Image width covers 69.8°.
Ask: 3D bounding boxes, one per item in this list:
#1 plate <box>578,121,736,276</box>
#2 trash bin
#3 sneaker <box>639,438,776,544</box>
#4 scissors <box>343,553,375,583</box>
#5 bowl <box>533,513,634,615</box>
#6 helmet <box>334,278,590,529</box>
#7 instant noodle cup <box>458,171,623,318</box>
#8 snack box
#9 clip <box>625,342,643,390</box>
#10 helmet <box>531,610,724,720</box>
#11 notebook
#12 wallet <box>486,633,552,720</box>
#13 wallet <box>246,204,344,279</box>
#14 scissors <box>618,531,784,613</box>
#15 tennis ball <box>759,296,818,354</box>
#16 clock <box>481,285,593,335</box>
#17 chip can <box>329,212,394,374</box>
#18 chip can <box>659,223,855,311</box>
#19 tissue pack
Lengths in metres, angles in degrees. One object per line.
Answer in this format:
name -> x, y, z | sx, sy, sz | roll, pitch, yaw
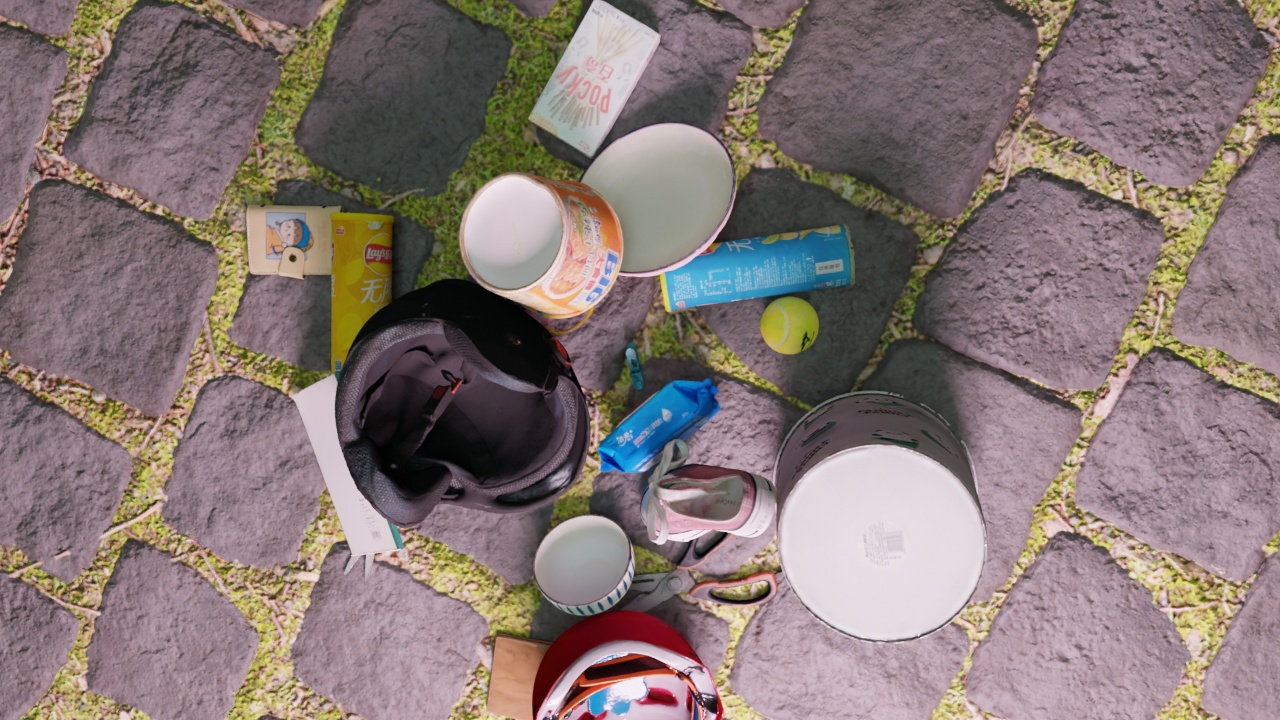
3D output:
plate -> 0.016, -0.172, 1.007 | 0.193, 0.039, 0.192 | -9, 64, 19
trash bin -> 0.238, 0.156, 0.932 | 0.230, 0.251, 0.229 | 1, 94, 13
sneaker -> 0.046, 0.143, 0.973 | 0.087, 0.241, 0.118 | 22, 75, -21
scissors -> -0.311, 0.191, 1.116 | 0.144, 0.012, 0.170 | -10, 96, 6
bowl -> -0.060, 0.244, 1.064 | 0.116, 0.116, 0.066 | -14, 138, 6
helmet -> -0.186, 0.040, 0.986 | 0.274, 0.229, 0.234 | 36, 111, -28
instant noodle cup -> -0.107, -0.122, 0.940 | 0.151, 0.111, 0.151 | -1, 88, 20
snack box -> -0.052, -0.318, 1.038 | 0.084, 0.027, 0.157 | 31, 96, 1
clip -> -0.006, 0.008, 1.069 | 0.013, 0.037, 0.055 | -10, 106, 6
helmet -> -0.022, 0.388, 1.049 | 0.207, 0.144, 0.240 | -18, 115, -9
notebook -> -0.338, 0.123, 1.056 | 0.151, 0.012, 0.209 | -19, 91, 50
wallet -> -0.128, 0.391, 1.119 | 0.115, 0.020, 0.101 | 8, 95, 6
wallet -> -0.408, -0.140, 1.086 | 0.115, 0.024, 0.087 | 2, 91, 3
scissors -> 0.061, 0.255, 1.092 | 0.189, 0.015, 0.224 | 31, 98, 1
tennis ball -> 0.167, -0.039, 1.027 | 0.065, 0.065, 0.065 | 0, 96, 4
clock -> -0.117, -0.102, 1.048 | 0.117, 0.059, 0.158 | -38, 90, 6
chip can -> -0.323, -0.063, 1.062 | 0.072, 0.072, 0.213 | 3, 97, 4
chip can -> 0.127, -0.104, 1.022 | 0.210, 0.071, 0.071 | -8, 95, 5
tissue pack -> 0.022, 0.073, 1.036 | 0.157, 0.095, 0.052 | -40, 75, 6
